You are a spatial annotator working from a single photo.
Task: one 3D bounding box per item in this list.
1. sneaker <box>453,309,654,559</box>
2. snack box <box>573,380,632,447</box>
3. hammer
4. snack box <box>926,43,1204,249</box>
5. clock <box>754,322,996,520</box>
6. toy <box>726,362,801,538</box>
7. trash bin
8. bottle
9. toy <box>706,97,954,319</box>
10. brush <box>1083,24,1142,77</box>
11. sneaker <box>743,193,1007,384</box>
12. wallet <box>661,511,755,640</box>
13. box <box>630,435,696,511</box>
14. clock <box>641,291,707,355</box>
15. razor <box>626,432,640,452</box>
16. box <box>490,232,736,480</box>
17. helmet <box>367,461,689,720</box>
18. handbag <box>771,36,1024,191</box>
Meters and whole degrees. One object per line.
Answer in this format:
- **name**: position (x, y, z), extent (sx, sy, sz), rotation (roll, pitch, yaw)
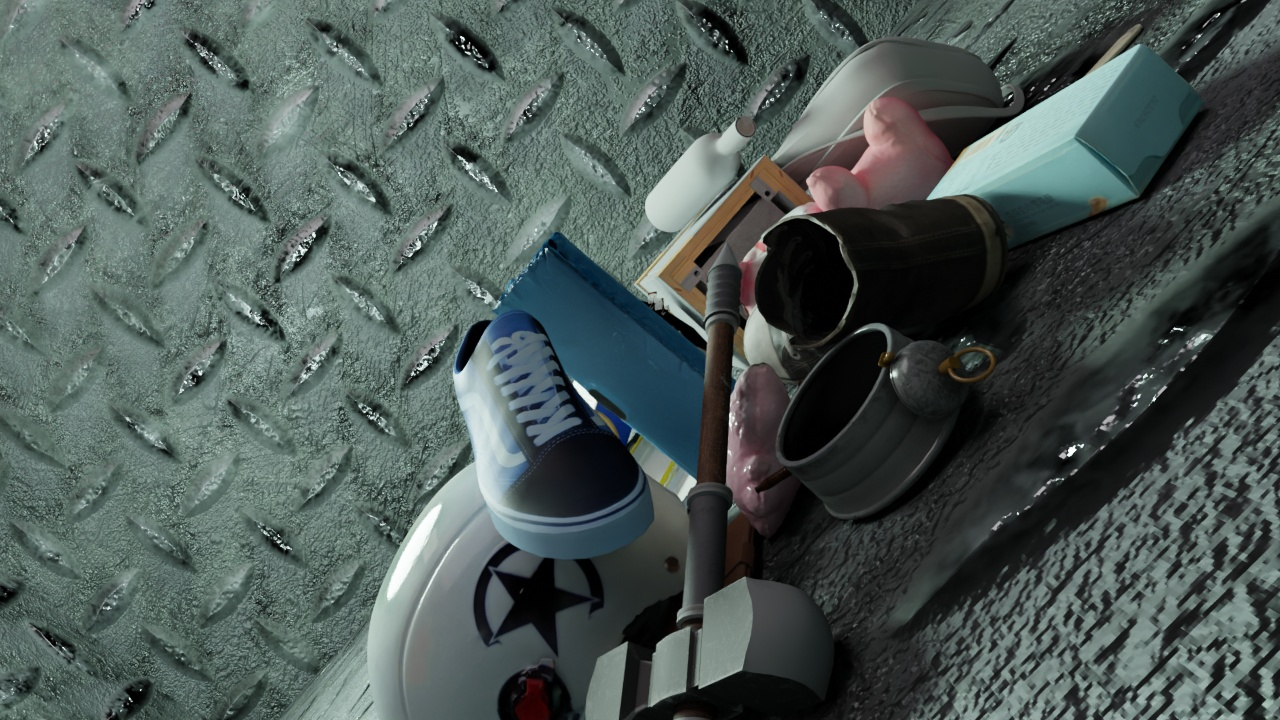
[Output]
- **sneaker**: position (-0.070, 0.030, 0.547), extent (0.083, 0.098, 0.241), rotation (-22, 24, -15)
- **snack box**: position (-0.052, 0.089, 0.931), extent (0.056, 0.057, 0.206), rotation (18, 90, 52)
- **hammer**: position (0.041, 0.045, 0.512), extent (0.156, 0.043, 0.321), rotation (-43, 29, 43)
- **snack box**: position (0.242, -0.116, 0.559), extent (0.075, 0.053, 0.175), rotation (-50, 5, -15)
- **clock**: position (0.125, 0.026, 0.475), extent (0.148, 0.056, 0.103), rotation (-40, 18, 56)
- **toy**: position (0.077, 0.062, 0.570), extent (0.102, 0.050, 0.093), rotation (67, -153, -51)
- **trash bin**: position (0.104, -0.086, 0.927), extent (0.142, 0.142, 0.247), rotation (-49, 6, -1)
- **bottle**: position (0.061, -0.186, 0.906), extent (0.052, 0.052, 0.196), rotation (-51, 7, -23)
- **toy**: position (0.160, -0.096, 0.738), extent (0.213, 0.084, 0.142), rotation (-45, -36, 14)
- **brush**: position (0.302, -0.174, 0.700), extent (0.218, 0.012, 0.033), rotation (-47, 5, 3)
- **sneaker**: position (0.111, -0.035, 0.605), extent (0.119, 0.095, 0.235), rotation (-9, -6, -27)
- **wallet**: position (0.039, 0.145, 0.551), extent (0.088, 0.013, 0.120), rotation (-51, 5, 21)
- **box**: position (0.031, 0.092, 0.849), extent (0.130, 0.039, 0.209), rotation (-25, 19, 41)
- **clock**: position (0.007, -0.021, 0.868), extent (0.065, 0.154, 0.114), rotation (-55, 30, 20)
- **razor**: position (-0.028, 0.123, 0.973), extent (0.052, 0.047, 0.143), rotation (2, -35, -49)
- **box**: position (-0.004, 0.005, 0.716), extent (0.093, 0.231, 0.048), rotation (-39, 14, 47)
- **helmet**: position (-0.096, 0.167, 0.638), extent (0.263, 0.163, 0.237), rotation (-53, 4, -8)
- **handbag**: position (0.224, -0.193, 0.863), extent (0.215, 0.095, 0.223), rotation (-4, -25, -32)
